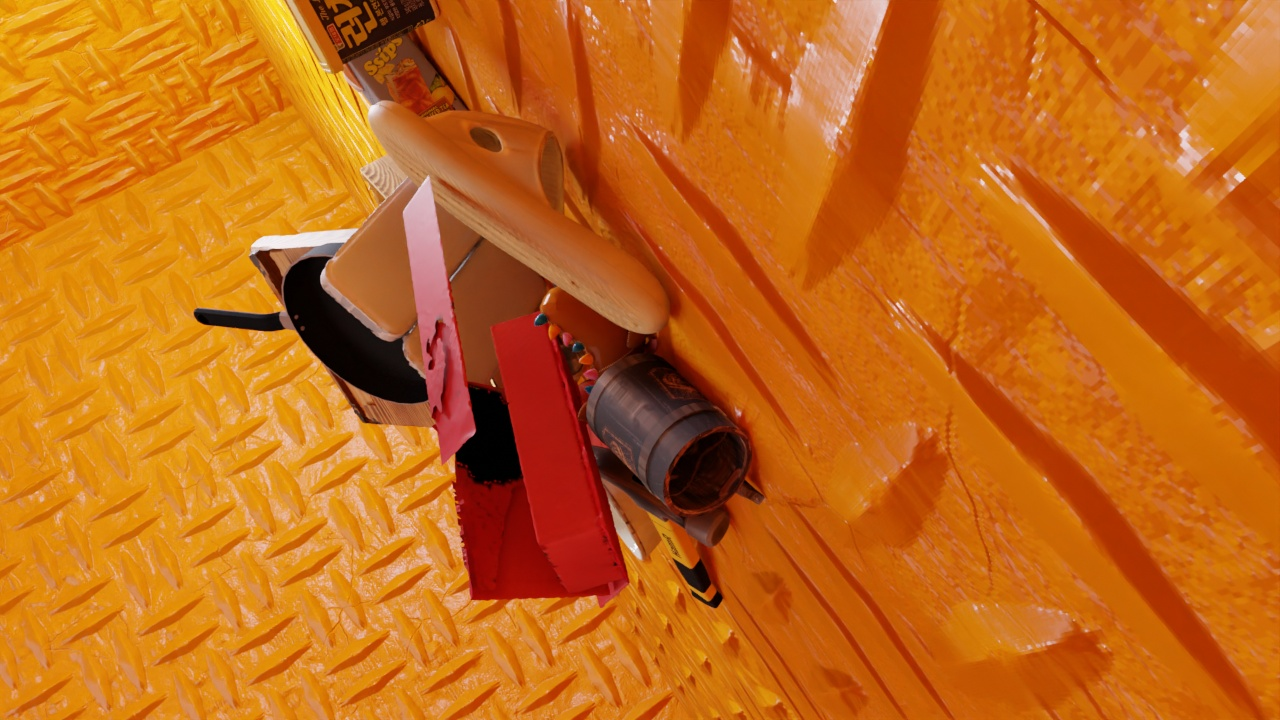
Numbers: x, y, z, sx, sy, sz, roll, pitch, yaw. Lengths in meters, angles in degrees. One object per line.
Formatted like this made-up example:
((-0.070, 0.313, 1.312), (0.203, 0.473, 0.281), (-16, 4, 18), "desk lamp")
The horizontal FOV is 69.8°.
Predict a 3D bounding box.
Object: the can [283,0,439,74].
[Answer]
((-0.238, -0.313, 0.735), (0.072, 0.101, 0.131), (36, 155, 59), "can")

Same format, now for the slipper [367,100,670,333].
((-0.074, -0.115, 0.654), (0.261, 0.079, 0.111), (36, 167, 13), "slipper")

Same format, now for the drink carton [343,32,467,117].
((-0.219, -0.250, 0.877), (0.125, 0.076, 0.048), (51, 166, 10), "drink carton")

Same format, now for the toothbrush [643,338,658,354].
((-0.005, 0.005, 0.796), (0.015, 0.015, 0.185), (63, 166, 6), "toothbrush")

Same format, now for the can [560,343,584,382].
((-0.085, 0.008, 1.043), (0.038, 0.038, 0.079), (57, 167, 6), "can")

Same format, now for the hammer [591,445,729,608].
((0.038, 0.193, 0.965), (0.170, 0.034, 0.325), (27, 158, 30), "hammer")

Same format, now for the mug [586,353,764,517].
((0.032, 0.061, 0.683), (0.115, 0.080, 0.107), (32, -173, -41), "mug")

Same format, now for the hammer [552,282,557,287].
((-0.131, -0.149, 0.883), (0.300, 0.028, 0.111), (49, 165, 35), "hammer")

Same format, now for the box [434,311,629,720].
((-0.114, 0.170, 0.893), (0.469, 0.138, 0.214), (109, 149, -53), "box")

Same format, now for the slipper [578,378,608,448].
((-0.045, 0.050, 0.948), (0.249, 0.059, 0.104), (37, 162, 19), "slipper")

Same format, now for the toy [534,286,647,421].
((-0.045, -0.010, 0.712), (0.090, 0.102, 0.071), (33, 156, -19), "toy")

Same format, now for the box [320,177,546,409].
((-0.186, -0.077, 0.883), (0.038, 0.208, 0.190), (-29, 113, 40), "box")

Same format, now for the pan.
((-0.356, -0.046, 1.018), (0.356, 0.043, 0.204), (6, 133, 25), "pan")

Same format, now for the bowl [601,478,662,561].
((-0.006, 0.168, 1.070), (0.117, 0.061, 0.117), (54, 167, 18), "bowl")

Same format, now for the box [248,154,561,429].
((-0.265, -0.059, 1.083), (0.269, 0.263, 0.279), (39, 156, 51), "box")
